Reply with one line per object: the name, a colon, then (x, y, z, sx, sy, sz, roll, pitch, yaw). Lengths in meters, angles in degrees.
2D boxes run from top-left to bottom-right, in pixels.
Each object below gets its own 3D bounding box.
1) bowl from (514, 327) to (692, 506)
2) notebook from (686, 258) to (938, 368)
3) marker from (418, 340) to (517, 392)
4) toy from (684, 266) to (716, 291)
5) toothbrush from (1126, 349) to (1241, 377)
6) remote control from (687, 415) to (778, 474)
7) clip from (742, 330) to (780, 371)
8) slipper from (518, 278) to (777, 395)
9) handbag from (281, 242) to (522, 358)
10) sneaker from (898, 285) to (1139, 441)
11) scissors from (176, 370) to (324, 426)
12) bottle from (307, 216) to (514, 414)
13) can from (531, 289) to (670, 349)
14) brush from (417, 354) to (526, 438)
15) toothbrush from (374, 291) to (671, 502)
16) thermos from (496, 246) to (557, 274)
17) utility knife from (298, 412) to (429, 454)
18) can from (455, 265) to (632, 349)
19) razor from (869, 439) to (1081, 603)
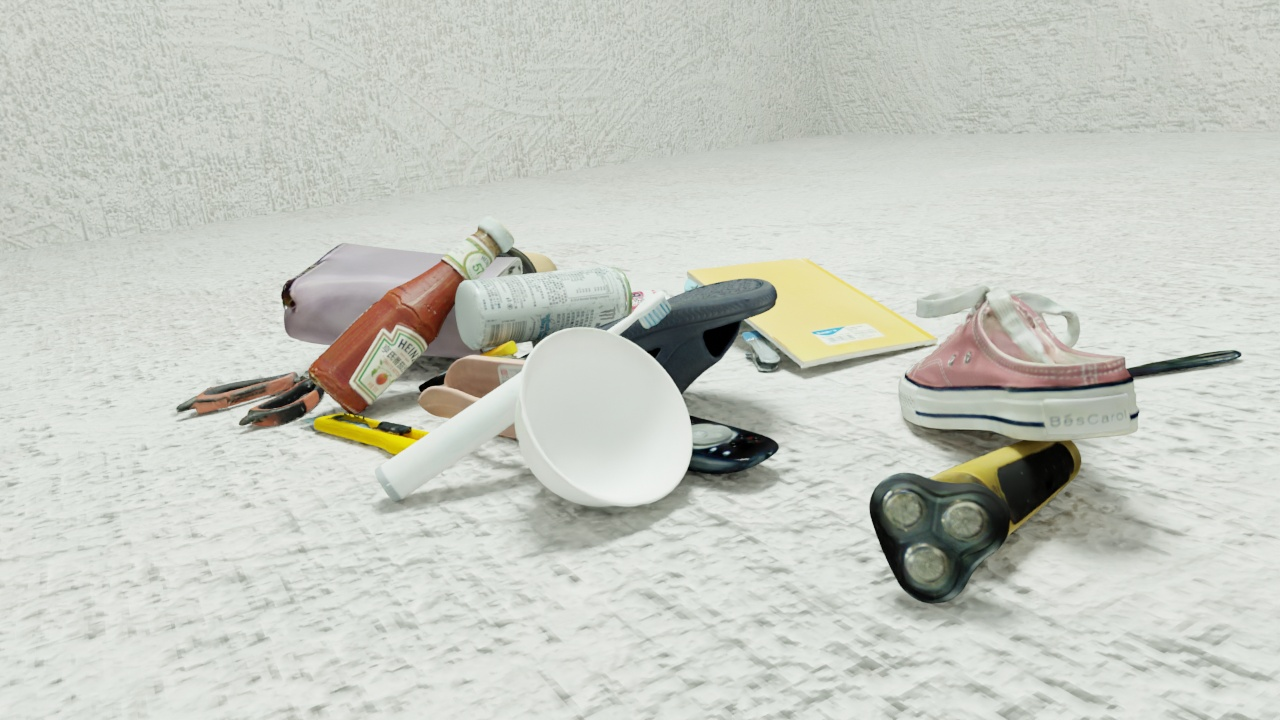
bowl: (-0.034, 0.046, 0.567, 0.118, 0.118, 0.065, -22, -16, -42)
notebook: (0.153, -0.052, 0.857, 0.145, 0.010, 0.206, -9, 30, -24)
marker: (-0.147, 0.008, 0.774, 0.124, 0.015, 0.018, -20, 6, 38)
toy: (0.100, -0.077, 0.979, 0.156, 0.050, 0.161, -8, 19, -37)
toothbrush: (0.368, 0.005, 0.682, 0.181, 0.018, 0.015, -7, 14, -10)
remote control: (0.030, 0.055, 0.610, 0.137, 0.024, 0.053, 13, 23, 43)
clip: (0.107, -0.005, 0.798, 0.027, 0.044, 0.058, -6, 22, -7)
slipper: (-0.004, 0.004, 0.717, 0.269, 0.083, 0.110, -17, 8, 34)
handbag: (-0.227, -0.054, 0.900, 0.197, 0.098, 0.144, 5, 15, 9)
sneaker: (0.221, -0.002, 0.564, 0.118, 0.088, 0.241, -5, 0, 0)
scissors: (-0.317, 0.020, 0.853, 0.224, 0.015, 0.189, -14, 19, -26)
bottle: (-0.189, -0.043, 0.783, 0.205, 0.060, 0.060, -46, 31, -13)
can: (-0.036, -0.033, 0.872, 0.132, 0.053, 0.053, -10, 18, -15)
brush: (-0.097, 0.028, 0.673, 0.146, 0.063, 0.072, 7, 21, 38)
toothbrush: (-0.073, 0.020, 0.601, 0.221, 0.026, 0.027, -34, 29, -7)
thermos: (-0.143, -0.088, 1.040, 0.093, 0.093, 0.143, -2, 10, 13)
utility knife: (-0.206, 0.054, 0.702, 0.178, 0.015, 0.033, 7, 18, 36)
can: (-0.082, -0.047, 0.787, 0.146, 0.058, 0.058, -10, 17, -32)
razor: (0.182, 0.069, 0.470, 0.167, 0.062, 0.068, -13, -12, -42)
